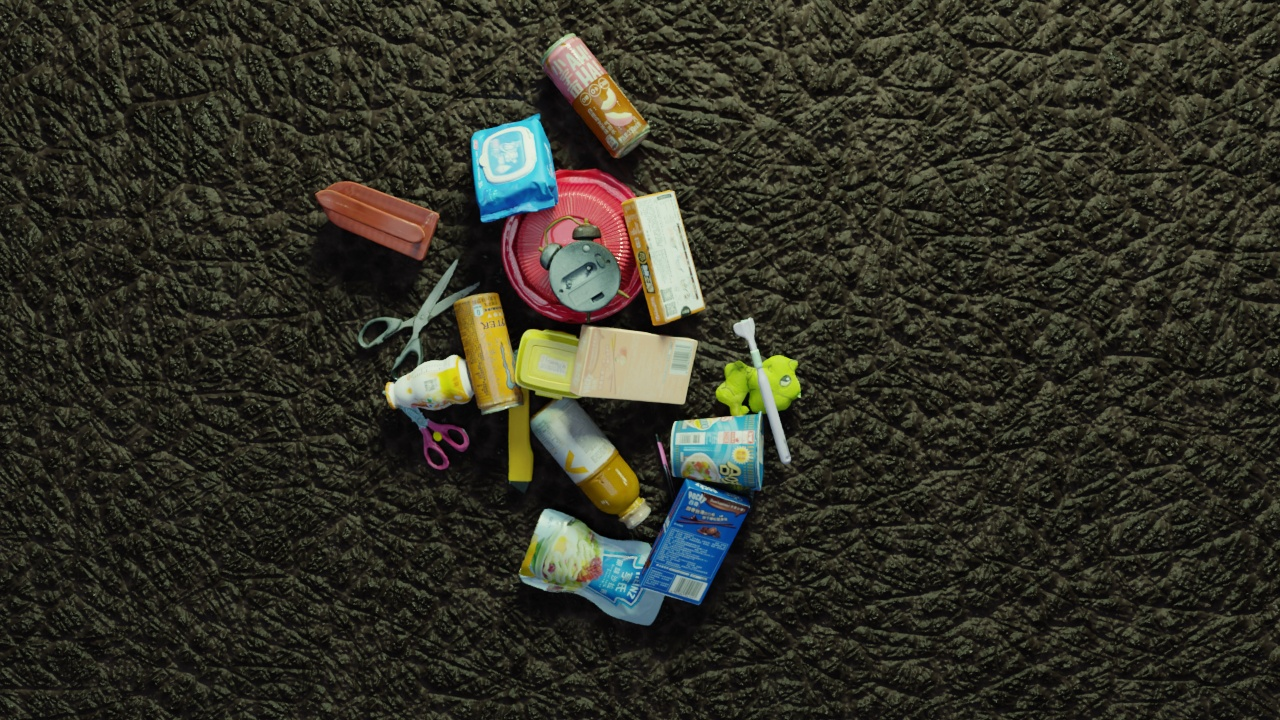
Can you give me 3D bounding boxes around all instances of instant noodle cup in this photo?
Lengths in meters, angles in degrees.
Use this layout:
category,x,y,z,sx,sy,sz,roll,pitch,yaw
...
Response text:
category,x,y,z,sx,sy,sz,roll,pitch,yaw
instant noodle cup,0.095,0.111,1.134,0.110,0.099,0.099,1,98,11
instant noodle cup,-0.081,-0.140,1.122,0.194,0.065,0.194,0,97,4

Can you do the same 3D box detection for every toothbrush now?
category,x,y,z,sx,sy,sz,roll,pitch,yaw
toothbrush,0.152,0.040,1.122,0.029,0.021,0.189,-22,101,-19
toothbrush,0.042,0.184,1.184,0.018,0.014,0.189,-13,96,18

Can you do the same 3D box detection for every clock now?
category,x,y,z,sx,sy,sz,roll,pitch,yaw
clock,-0.068,-0.109,1.065,0.082,0.055,0.122,-31,94,8

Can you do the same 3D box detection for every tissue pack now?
category,x,y,z,sx,sy,sz,roll,pitch,yaw
tissue pack,-0.152,-0.232,1.089,0.095,0.052,0.157,-15,56,5

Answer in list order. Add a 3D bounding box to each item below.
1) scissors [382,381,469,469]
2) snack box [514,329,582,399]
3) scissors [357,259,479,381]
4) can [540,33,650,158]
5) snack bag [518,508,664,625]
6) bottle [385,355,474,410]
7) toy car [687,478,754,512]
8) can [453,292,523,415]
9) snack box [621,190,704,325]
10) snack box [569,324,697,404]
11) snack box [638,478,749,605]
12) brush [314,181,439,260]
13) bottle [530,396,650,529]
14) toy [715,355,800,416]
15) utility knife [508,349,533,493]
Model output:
category,x,y,z,sx,sy,sz,roll,pitch,yaw
scissors,-0.289,0.087,1.194,0.137,0.017,0.077,37,107,3
snack box,-0.103,0.002,1.135,0.091,0.080,0.082,12,97,2
scissors,-0.284,-0.049,1.176,0.159,0.014,0.170,1,96,1
can,-0.054,-0.315,1.100,0.058,0.058,0.147,-39,94,8
snack bag,-0.055,0.270,1.191,0.191,0.039,0.110,21,93,-3
bottle,-0.265,0.033,1.158,0.108,0.063,0.063,-13,97,5
toy car,0.098,0.171,1.167,0.090,0.035,0.042,6,97,1
can,-0.189,-0.009,1.142,0.058,0.058,0.146,-14,90,5
snack box,0.028,-0.125,1.113,0.026,0.075,0.154,-8,100,45
snack box,-0.007,0.007,1.113,0.157,0.026,0.084,7,100,-33
snack box,0.066,0.228,1.147,0.084,0.026,0.157,19,110,-12
brush,-0.326,-0.178,1.130,0.146,0.069,0.063,22,97,1
bottle,-0.059,0.129,1.155,0.068,0.068,0.189,-39,94,8
toy,0.150,0.034,1.147,0.100,0.031,0.097,21,104,4
utility knife,-0.153,0.076,1.180,0.033,0.015,0.193,2,97,4
